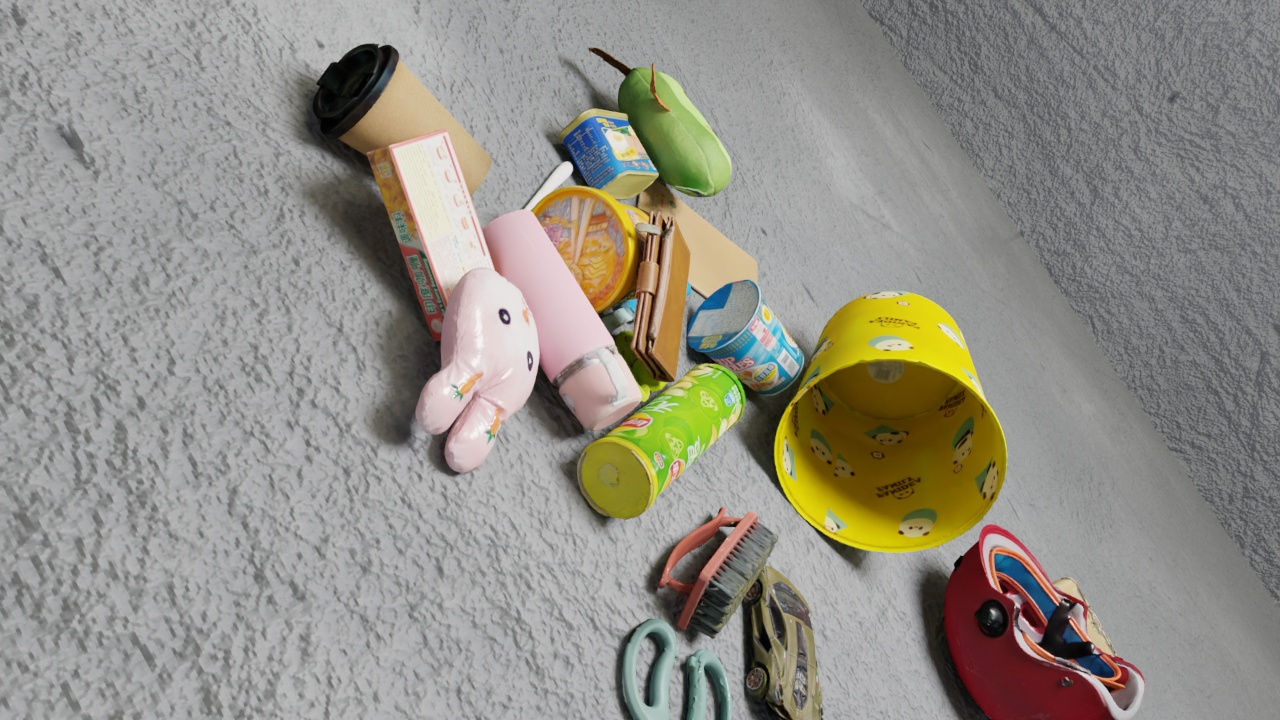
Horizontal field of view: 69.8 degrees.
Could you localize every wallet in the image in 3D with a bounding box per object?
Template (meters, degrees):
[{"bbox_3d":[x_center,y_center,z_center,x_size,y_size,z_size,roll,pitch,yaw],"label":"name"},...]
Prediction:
[{"bbox_3d":[0.020,-0.058,0.828,0.119,0.035,0.130,46,49,-65],"label":"wallet"}]

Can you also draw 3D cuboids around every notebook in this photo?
[{"bbox_3d":[0.073,-0.132,1.130,0.207,0.008,0.147,35,38,-27],"label":"notebook"}]

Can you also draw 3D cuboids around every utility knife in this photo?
[{"bbox_3d":[0.001,-0.059,0.963,0.034,0.018,0.217,55,32,1],"label":"utility knife"}]

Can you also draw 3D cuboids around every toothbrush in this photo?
[{"bbox_3d":[-0.099,-0.173,0.945,0.016,0.016,0.179,52,31,-16],"label":"toothbrush"}]

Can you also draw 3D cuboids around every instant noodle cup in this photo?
[{"bbox_3d":[-0.037,-0.103,0.876,0.118,0.119,0.114,60,25,9],"label":"instant noodle cup"},{"bbox_3d":[0.124,-0.019,1.019,0.110,0.099,0.099,42,34,-30],"label":"instant noodle cup"}]

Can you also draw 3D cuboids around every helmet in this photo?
[{"bbox_3d":[0.426,0.322,1.039,0.206,0.144,0.240,13,36,-46],"label":"helmet"}]

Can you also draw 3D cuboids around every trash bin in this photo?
[{"bbox_3d":[0.281,0.049,1.043,0.229,0.230,0.254,47,28,-10],"label":"trash bin"}]

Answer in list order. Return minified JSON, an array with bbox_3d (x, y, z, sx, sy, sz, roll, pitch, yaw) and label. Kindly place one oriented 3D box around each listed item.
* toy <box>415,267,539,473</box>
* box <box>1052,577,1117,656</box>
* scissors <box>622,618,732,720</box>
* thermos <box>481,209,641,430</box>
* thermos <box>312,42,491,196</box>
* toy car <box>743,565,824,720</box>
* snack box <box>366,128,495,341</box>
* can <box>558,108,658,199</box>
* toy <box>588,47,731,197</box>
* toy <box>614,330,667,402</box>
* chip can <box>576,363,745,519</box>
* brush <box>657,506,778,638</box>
[{"bbox_3d":[-0.120,0.006,0.701,0.121,0.054,0.159,65,32,-45],"label":"toy"},{"bbox_3d":[0.559,0.381,1.190,0.060,0.090,0.184,-4,61,-39],"label":"box"},{"bbox_3d":[0.015,0.273,0.683,0.143,0.019,0.179,46,35,-13],"label":"scissors"},{"bbox_3d":[-0.070,-0.038,0.787,0.067,0.087,0.198,-26,74,-21],"label":"thermos"},{"bbox_3d":[-0.200,-0.197,0.783,0.143,0.093,0.092,38,36,-37],"label":"thermos"},{"bbox_3d":[0.128,0.252,0.821,0.070,0.042,0.157,33,36,-29],"label":"toy car"},{"bbox_3d":[-0.160,-0.101,0.737,0.076,0.027,0.156,-44,122,-56],"label":"snack box"},{"bbox_3d":[-0.034,-0.231,1.039,0.083,0.057,0.101,60,29,7],"label":"can"},{"bbox_3d":[0.032,-0.284,1.119,0.246,0.090,0.227,56,3,27],"label":"toy"},{"bbox_3d":[-0.005,0.005,0.884,0.100,0.031,0.096,5,43,-39],"label":"toy"},{"bbox_3d":[0.027,0.066,0.835,0.072,0.073,0.220,55,33,1],"label":"chip can"},{"bbox_3d":[0.070,0.174,0.806,0.069,0.063,0.145,29,28,16],"label":"brush"}]
